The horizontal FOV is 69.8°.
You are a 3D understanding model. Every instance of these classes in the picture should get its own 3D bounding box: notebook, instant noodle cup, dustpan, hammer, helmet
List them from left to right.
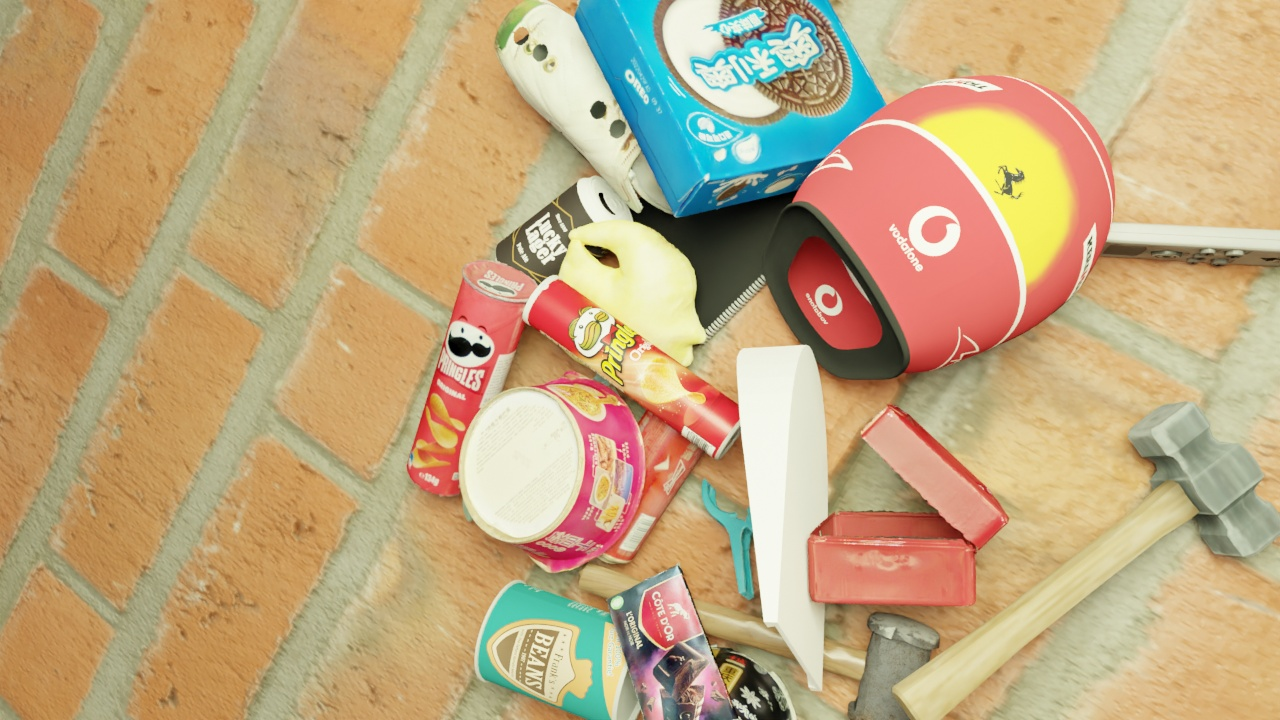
[{"bbox_3d":[-0.090,0.096,0.834,0.179,0.077,0.178,-7,76,30],"label":"instant noodle cup"},{"bbox_3d":[0.061,0.333,0.808,0.137,0.112,0.137,-1,88,19],"label":"instant noodle cup"},{"bbox_3d":[0.082,-0.137,0.870,0.207,0.016,0.149,-45,74,13],"label":"notebook"},{"bbox_3d":[0.097,0.241,0.820,0.329,0.052,0.098,13,92,16],"label":"hammer"},{"bbox_3d":[0.110,0.111,0.744,0.053,0.191,0.257,-3,58,19],"label":"dustpan"},{"bbox_3d":[0.234,-0.104,0.706,0.224,0.271,0.197,-32,86,-6],"label":"helmet"},{"bbox_3d":[0.326,0.165,0.689,0.322,0.051,0.117,-34,86,-7],"label":"hammer"}]

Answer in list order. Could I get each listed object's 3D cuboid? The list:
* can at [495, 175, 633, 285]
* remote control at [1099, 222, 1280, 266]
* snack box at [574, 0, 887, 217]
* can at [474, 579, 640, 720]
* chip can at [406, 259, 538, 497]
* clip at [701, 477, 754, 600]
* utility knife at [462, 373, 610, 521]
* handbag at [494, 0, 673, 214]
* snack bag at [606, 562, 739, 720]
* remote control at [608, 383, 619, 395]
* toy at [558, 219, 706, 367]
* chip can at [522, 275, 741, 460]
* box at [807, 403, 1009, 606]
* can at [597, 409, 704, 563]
[{"bbox_3d":[-0.075,-0.116,0.886,0.129,0.071,0.072,-33,77,25],"label":"can"},{"bbox_3d":[0.427,-0.088,0.711,0.151,0.074,0.019,6,89,20],"label":"remote control"},{"bbox_3d":[0.087,-0.234,0.767,0.056,0.238,0.195,-41,72,54],"label":"snack box"},{"bbox_3d":[-0.068,0.276,0.863,0.144,0.099,0.099,13,92,20],"label":"can"},{"bbox_3d":[-0.167,0.022,0.888,0.073,0.073,0.233,32,118,18],"label":"chip can"},{"bbox_3d":[0.080,0.152,0.832,0.121,0.031,0.130,-4,61,25],"label":"clip"},{"bbox_3d":[-0.102,0.082,0.901,0.225,0.015,0.031,-42,76,19],"label":"utility knife"},{"bbox_3d":[-0.033,-0.229,0.841,0.096,0.141,0.198,-47,67,14],"label":"handbag"},{"bbox_3d":[0.025,0.252,0.777,0.074,0.018,0.155,-28,47,4],"label":"snack bag"},{"bbox_3d":[-0.078,0.079,0.914,0.143,0.024,0.049,-34,77,16],"label":"remote control"},{"bbox_3d":[-0.012,-0.047,0.856,0.155,0.064,0.171,29,128,2],"label":"toy"},{"bbox_3d":[-0.005,0.005,0.806,0.215,0.051,0.052,35,100,13],"label":"chip can"},{"bbox_3d":[0.208,0.139,0.739,0.147,0.157,0.156,41,100,18],"label":"box"},{"bbox_3d":[0.005,0.108,0.860,0.067,0.067,0.170,36,100,17],"label":"can"}]
